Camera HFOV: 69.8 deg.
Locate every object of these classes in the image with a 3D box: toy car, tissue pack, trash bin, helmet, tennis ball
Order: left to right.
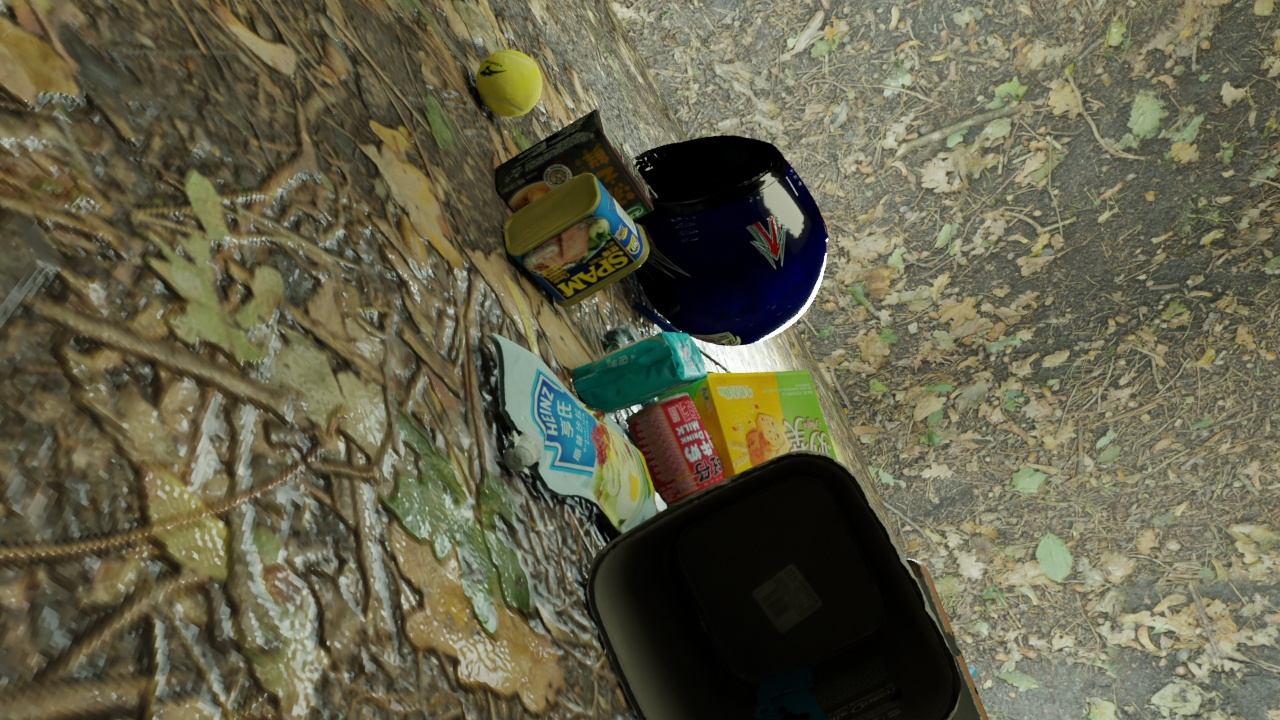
[{"bbox_3d":[-0.132,-0.278,0.922,0.065,0.065,0.065,57,15,-25],"label":"tennis ball"},{"bbox_3d":[-0.006,0.005,0.934,0.090,0.034,0.043,64,11,-3],"label":"toy car"},{"bbox_3d":[0.001,0.010,0.821,0.050,0.093,0.133,69,14,5],"label":"tissue pack"},{"bbox_3d":[0.103,-0.148,1.212,0.315,0.247,0.240,40,-27,59],"label":"helmet"},{"bbox_3d":[0.098,0.182,0.677,0.198,0.199,0.219,63,8,9],"label":"trash bin"}]

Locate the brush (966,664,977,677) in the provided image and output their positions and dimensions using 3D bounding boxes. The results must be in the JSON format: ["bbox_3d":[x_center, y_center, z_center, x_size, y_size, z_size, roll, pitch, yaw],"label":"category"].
[{"bbox_3d":[0.231,0.254,0.960,0.255,0.046,0.083,32,22,32],"label":"brush"}]

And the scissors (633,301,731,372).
[{"bbox_3d":[0.057,-0.023,1.116,0.156,0.012,0.165,33,4,-32],"label":"scissors"}]

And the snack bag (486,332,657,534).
[{"bbox_3d":[-0.048,0.062,0.668,0.191,0.039,0.110,45,34,-50],"label":"snack bag"}]

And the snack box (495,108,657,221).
[{"bbox_3d":[-0.057,-0.159,0.876,0.125,0.113,0.053,50,20,-41],"label":"snack box"}]

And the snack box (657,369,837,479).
[{"bbox_3d":[0.124,0.094,0.966,0.209,0.070,0.157,-1,71,-50],"label":"snack box"}]

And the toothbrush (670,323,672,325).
[{"bbox_3d":[0.047,-0.020,1.216,0.188,0.014,0.017,-91,159,-61],"label":"toothbrush"}]

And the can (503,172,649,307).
[{"bbox_3d":[-0.057,-0.105,0.805,0.083,0.102,0.057,44,24,-47],"label":"can"}]

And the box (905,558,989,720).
[{"bbox_3d":[0.212,0.285,0.845,0.155,0.187,0.182,71,0,-60],"label":"box"}]

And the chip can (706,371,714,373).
[{"bbox_3d":[0.107,0.052,1.183,0.073,0.073,0.216,65,15,9],"label":"chip can"}]

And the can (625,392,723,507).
[{"bbox_3d":[0.034,0.085,0.856,0.093,0.067,0.066,66,14,10],"label":"can"}]
